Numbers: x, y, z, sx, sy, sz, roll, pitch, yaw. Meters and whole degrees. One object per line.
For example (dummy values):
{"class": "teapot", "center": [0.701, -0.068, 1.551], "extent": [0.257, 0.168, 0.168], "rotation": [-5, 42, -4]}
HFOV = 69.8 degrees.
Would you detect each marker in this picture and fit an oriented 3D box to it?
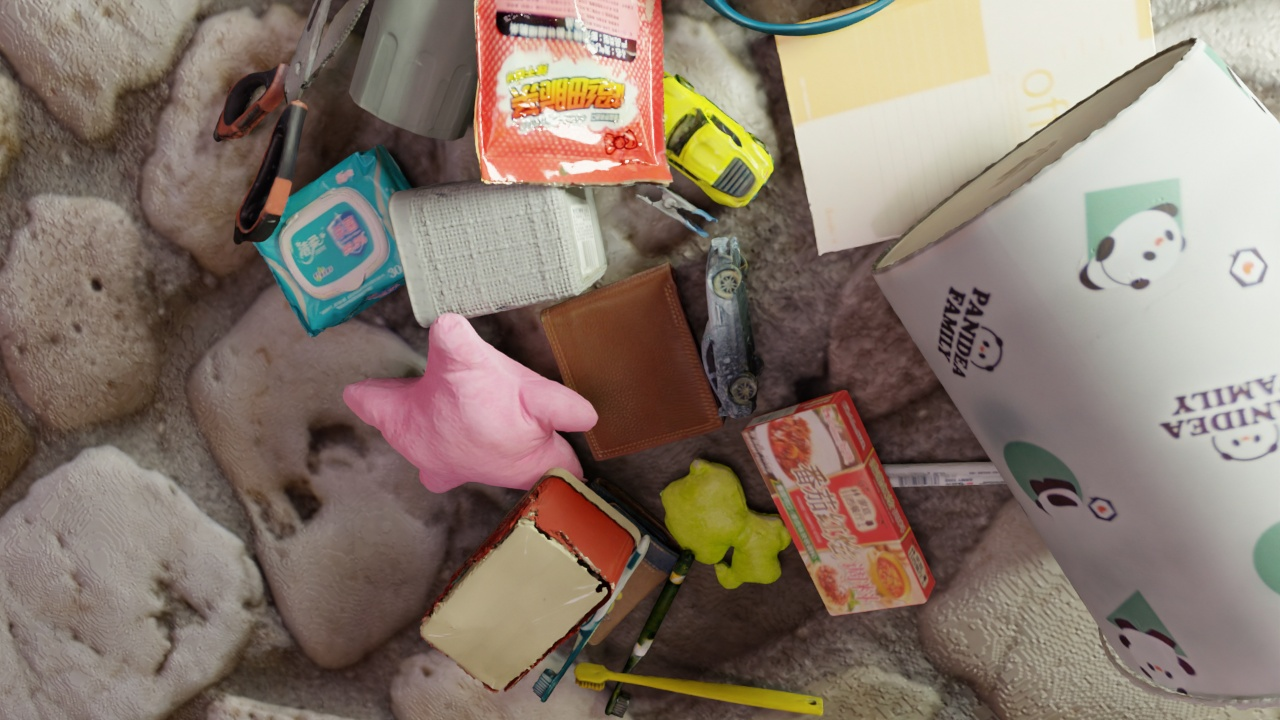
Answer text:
{"class": "marker", "center": [0.230, 0.074, 0.608], "extent": [0.145, 0.017, 0.017], "rotation": [-4, 105, 17]}

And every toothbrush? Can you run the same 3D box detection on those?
{"class": "toothbrush", "center": [-0.039, 0.196, 0.693], "extent": [0.018, 0.016, 0.192], "rotation": [35, 118, 11]}
{"class": "toothbrush", "center": [0.007, 0.213, 0.700], "extent": [0.017, 0.012, 0.186], "rotation": [22, 120, 0]}
{"class": "toothbrush", "center": [0.043, 0.253, 0.701], "extent": [0.190, 0.015, 0.017], "rotation": [7, 125, 4]}

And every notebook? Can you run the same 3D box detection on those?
{"class": "notebook", "center": [0.195, -0.154, 0.551], "extent": [0.207, 0.010, 0.146], "rotation": [-10, 105, 18]}

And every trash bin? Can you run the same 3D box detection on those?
{"class": "trash bin", "center": [0.267, -0.002, 0.465], "extent": [0.230, 0.229, 0.252], "rotation": [-37, 92, 22]}

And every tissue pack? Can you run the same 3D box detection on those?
{"class": "tissue pack", "center": [-0.214, -0.085, 0.665], "extent": [0.134, 0.050, 0.093], "rotation": [-27, 98, 21]}

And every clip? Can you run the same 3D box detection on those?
{"class": "clip", "center": [0.023, -0.101, 0.608], "extent": [0.058, 0.025, 0.036], "rotation": [35, 106, 8]}

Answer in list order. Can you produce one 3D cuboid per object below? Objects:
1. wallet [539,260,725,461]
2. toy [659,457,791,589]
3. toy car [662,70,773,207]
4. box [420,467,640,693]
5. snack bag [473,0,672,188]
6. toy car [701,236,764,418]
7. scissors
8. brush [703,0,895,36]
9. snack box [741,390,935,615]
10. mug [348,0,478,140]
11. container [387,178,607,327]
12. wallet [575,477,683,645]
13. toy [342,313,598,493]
{"class": "wallet", "center": [-0.004, 0.004, 0.646], "extent": [0.101, 0.032, 0.124], "rotation": [-17, 102, 17]}
{"class": "toy", "center": [0.059, 0.121, 0.662], "extent": [0.100, 0.031, 0.097], "rotation": [16, 112, 10]}
{"class": "toy car", "center": [0.036, -0.141, 0.589], "extent": [0.105, 0.032, 0.048], "rotation": [40, 113, 3]}
{"class": "box", "center": [-0.086, 0.163, 0.651], "extent": [0.091, 0.078, 0.169], "rotation": [39, 124, -4]}
{"class": "snack bag", "center": [-0.040, -0.208, 0.543], "extent": [0.128, 0.073, 0.208], "rotation": [-3, 95, -27]}
{"class": "toy car", "center": [0.058, -0.021, 0.607], "extent": [0.037, 0.054, 0.121], "rotation": [-4, 105, 14]}
{"class": "scissors", "center": [-0.240, -0.178, 0.621], "extent": [0.227, 0.015, 0.189], "rotation": [-5, 82, 42]}
{"class": "brush", "center": [0.101, -0.227, 0.531], "extent": [0.144, 0.055, 0.073], "rotation": [-4, 104, 16]}
{"class": "snack box", "center": [0.135, 0.100, 0.628], "extent": [0.075, 0.025, 0.153], "rotation": [-20, 100, 36]}
{"class": "mug", "center": [-0.116, -0.199, 0.595], "extent": [0.124, 0.083, 0.104], "rotation": [19, 114, -17]}
{"class": "container", "center": [-0.090, -0.080, 0.613], "extent": [0.114, 0.090, 0.090], "rotation": [-8, 105, 14]}
{"class": "wallet", "center": [-0.032, 0.155, 0.699], "extent": [0.090, 0.033, 0.115], "rotation": [40, 116, 0]}
{"class": "toy", "center": [-0.115, 0.051, 0.659], "extent": [0.178, 0.074, 0.195], "rotation": [37, 136, -23]}
